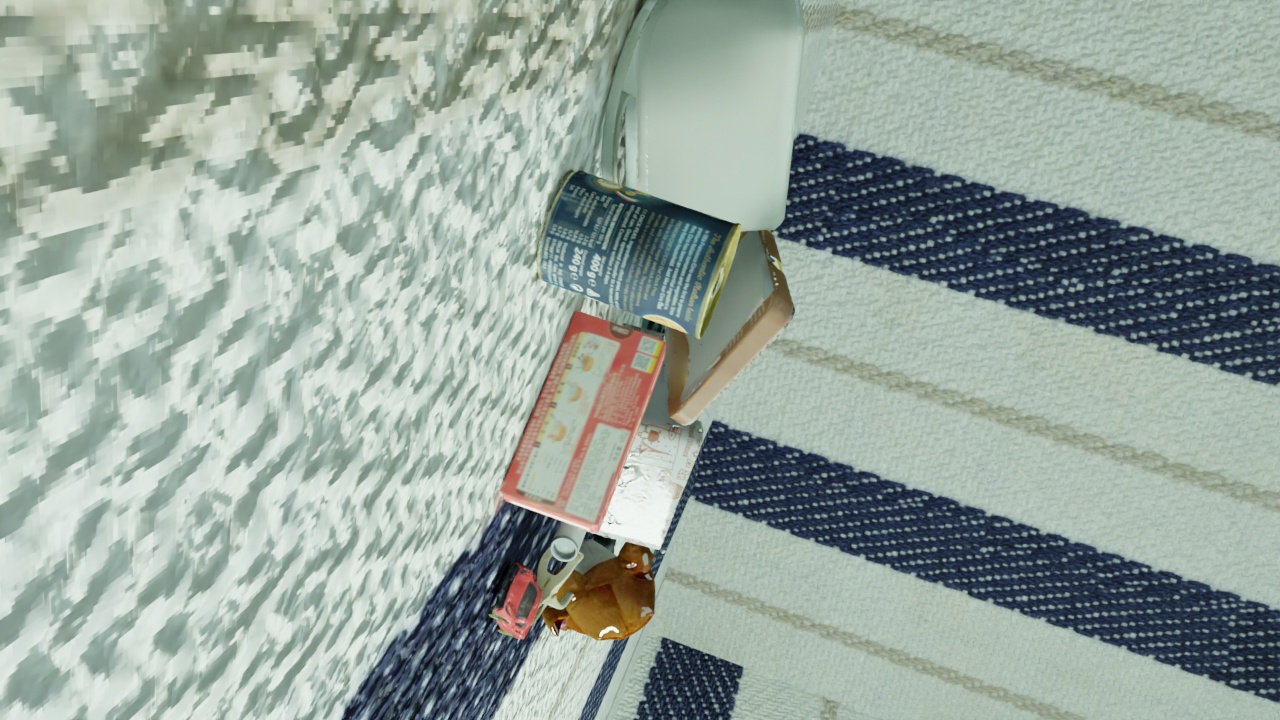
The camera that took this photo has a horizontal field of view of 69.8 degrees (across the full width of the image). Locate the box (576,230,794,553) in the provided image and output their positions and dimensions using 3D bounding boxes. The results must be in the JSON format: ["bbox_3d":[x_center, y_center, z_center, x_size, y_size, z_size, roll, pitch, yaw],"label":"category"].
[{"bbox_3d":[0.032,0.012,0.793,0.178,0.102,0.261,-87,-165,-60],"label":"box"}]

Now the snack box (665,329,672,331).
[{"bbox_3d":[0.025,0.044,1.108,0.084,0.026,0.157,-66,168,-76],"label":"snack box"}]

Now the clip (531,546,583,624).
[{"bbox_3d":[-0.087,0.210,0.879,0.096,0.035,0.101,-67,164,-2],"label":"clip"}]

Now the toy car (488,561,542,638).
[{"bbox_3d":[-0.103,0.204,0.773,0.106,0.031,0.049,88,21,-61],"label":"toy car"}]

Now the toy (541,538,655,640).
[{"bbox_3d":[-0.044,0.259,1.036,0.200,0.140,0.130,91,-22,-68],"label":"toy"}]

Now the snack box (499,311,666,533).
[{"bbox_3d":[-0.040,0.043,0.680,0.025,0.075,0.152,88,21,-69],"label":"snack box"}]

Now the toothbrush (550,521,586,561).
[{"bbox_3d":[-0.054,0.137,0.935,0.220,0.027,0.026,-65,179,-70],"label":"toothbrush"}]

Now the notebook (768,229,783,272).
[{"bbox_3d":[0.145,-0.206,1.161,0.145,0.010,0.206,-28,99,-79],"label":"notebook"}]

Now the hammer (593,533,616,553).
[{"bbox_3d":[-0.028,0.158,1.079,0.302,0.033,0.128,104,-5,-51],"label":"hammer"}]

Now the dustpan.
[{"bbox_3d":[0.045,-0.208,0.711,0.257,0.142,0.223,-90,180,-50],"label":"dustpan"}]

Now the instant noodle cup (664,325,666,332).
[{"bbox_3d":[0.108,-0.089,1.230,0.151,0.111,0.151,19,89,-81],"label":"instant noodle cup"}]

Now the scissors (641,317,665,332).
[{"bbox_3d":[0.023,-0.047,1.089,0.185,0.019,0.129,82,27,-68],"label":"scissors"}]

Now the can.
[{"bbox_3d":[-0.002,-0.067,0.574,0.075,0.111,0.075,22,88,-82],"label":"can"}]
